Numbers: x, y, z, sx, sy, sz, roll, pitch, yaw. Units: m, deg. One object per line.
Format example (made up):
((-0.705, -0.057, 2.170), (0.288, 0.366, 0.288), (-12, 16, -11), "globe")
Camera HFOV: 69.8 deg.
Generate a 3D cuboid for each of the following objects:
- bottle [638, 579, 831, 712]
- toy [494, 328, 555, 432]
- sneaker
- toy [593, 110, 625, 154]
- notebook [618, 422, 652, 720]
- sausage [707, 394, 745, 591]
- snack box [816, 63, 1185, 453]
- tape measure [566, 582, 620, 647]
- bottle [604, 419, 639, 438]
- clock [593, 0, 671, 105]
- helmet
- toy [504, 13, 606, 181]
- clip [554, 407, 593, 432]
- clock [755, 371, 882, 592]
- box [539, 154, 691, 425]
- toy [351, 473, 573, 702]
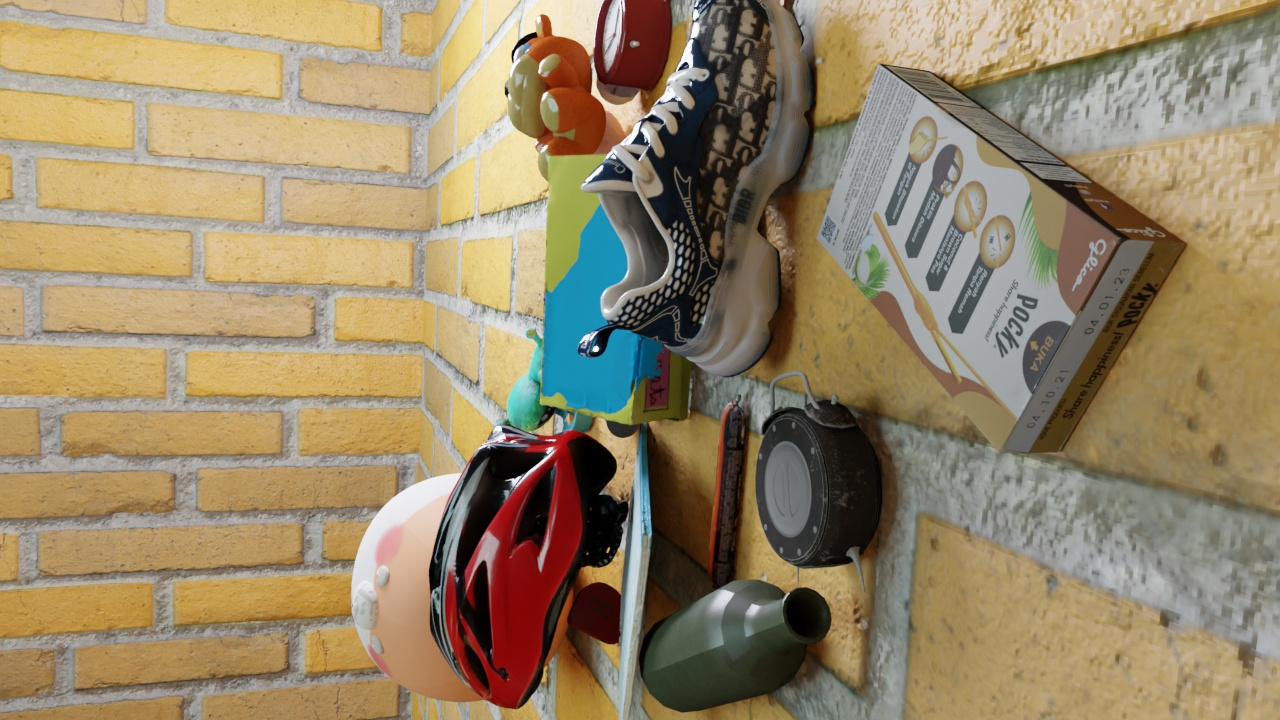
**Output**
((0.062, 0.186, 0.605), (0.207, 0.071, 0.071), (127, 140, -59), "bottle")
((-0.121, 0.017, 1.095), (0.193, 0.072, 0.130), (-63, 18, 11), "toy")
((0.025, -0.126, 0.605), (0.103, 0.132, 0.269), (13, 97, 61), "sneaker")
((-0.040, -0.200, 0.951), (0.105, 0.053, 0.108), (101, 161, -57), "toy")
((-0.006, 0.173, 0.780), (0.253, 0.009, 0.181), (-92, 8, -74), "notebook")
((0.064, 0.101, 0.682), (0.020, 0.020, 0.155), (-153, 66, -69), "sausage")
((0.149, -0.056, 0.428), (0.185, 0.031, 0.101), (-114, 31, -50), "snack box")
((-0.039, 0.254, 0.927), (0.051, 0.059, 0.019), (-65, 7, -28), "tape measure")
((-0.020, 0.053, 0.889), (0.113, 0.030, 0.030), (-147, 59, -85), "bottle")
((-0.013, -0.303, 0.877), (0.138, 0.048, 0.096), (162, 108, -68), "clock")
((-0.108, 0.190, 0.853), (0.217, 0.167, 0.272), (-63, -12, -72), "helmet")
((-0.083, -0.258, 0.890), (0.112, 0.096, 0.175), (100, 170, -48), "toy")
((-0.081, 0.062, 1.088), (0.120, 0.027, 0.103), (132, 133, -62), "clip")
((0.104, 0.068, 0.532), (0.091, 0.043, 0.122), (157, 113, -69), "clock")
((-0.018, -0.061, 0.778), (0.125, 0.079, 0.221), (8, 101, 42), "box")
((-0.206, 0.272, 1.083), (0.281, 0.265, 0.263), (19, 105, 56), "toy")
